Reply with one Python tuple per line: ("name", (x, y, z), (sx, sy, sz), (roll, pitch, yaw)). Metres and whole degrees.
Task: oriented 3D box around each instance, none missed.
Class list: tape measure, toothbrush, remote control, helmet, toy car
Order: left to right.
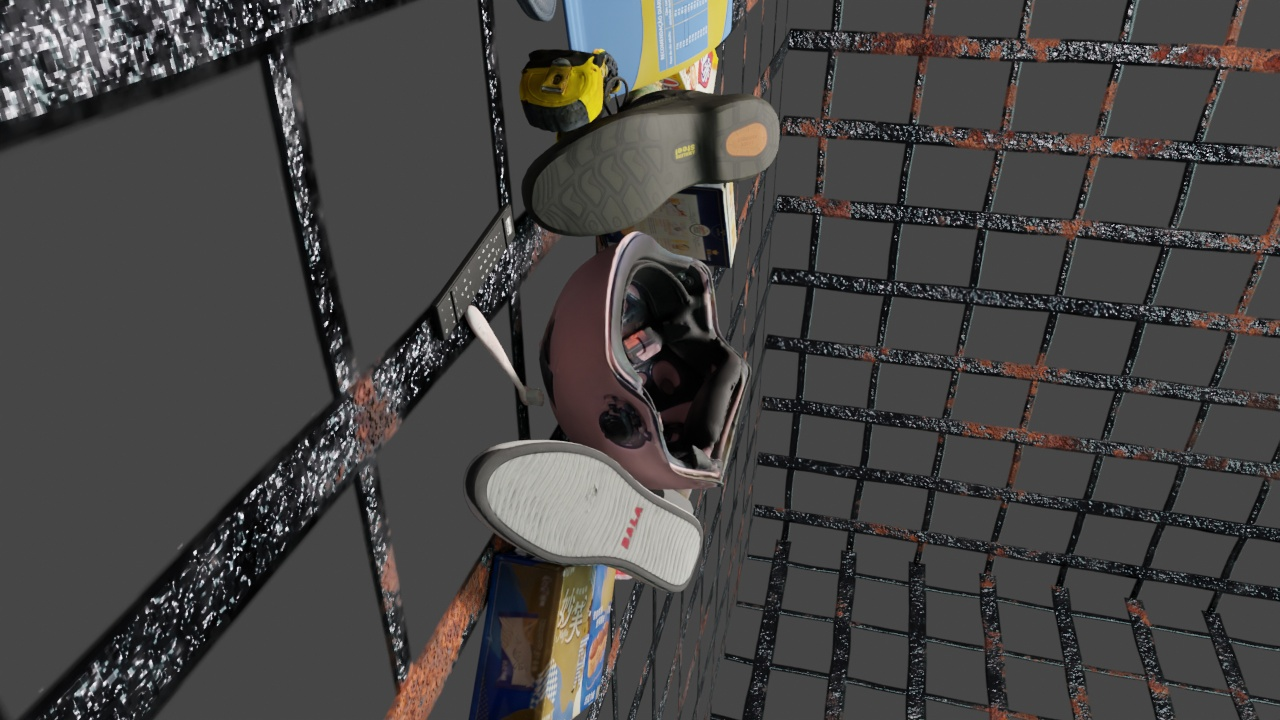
("remote control", (-0.121, -0.068, 0.675), (0.139, 0.009, 0.030), (-68, 161, -48))
("toothbrush", (-0.110, 0.000, 0.750), (0.181, 0.018, 0.015), (69, 31, -64))
("tape measure", (-0.063, -0.213, 0.721), (0.037, 0.065, 0.064), (73, 28, -68))
("toy car", (-0.050, -0.230, 0.834), (0.107, 0.030, 0.049), (-66, 166, 4))
("helmet", (-0.005, 0.005, 0.885), (0.255, 0.153, 0.229), (55, 37, -36))

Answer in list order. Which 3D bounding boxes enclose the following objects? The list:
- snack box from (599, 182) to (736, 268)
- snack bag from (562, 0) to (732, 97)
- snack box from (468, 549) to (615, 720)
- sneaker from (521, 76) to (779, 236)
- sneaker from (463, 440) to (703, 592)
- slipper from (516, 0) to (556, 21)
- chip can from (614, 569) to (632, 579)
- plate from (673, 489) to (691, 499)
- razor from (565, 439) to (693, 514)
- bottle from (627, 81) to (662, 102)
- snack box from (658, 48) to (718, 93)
("snack box", (0.024, -0.157, 0.956), (0.144, 0.145, 0.042), (73, 27, -62))
("snack bag", (-0.004, -0.348, 0.869), (0.204, 0.102, 0.159), (-46, 148, -32))
("snack box", (-0.086, 0.262, 0.881), (0.202, 0.069, 0.155), (36, 61, -76))
("sneaker", (-0.011, -0.194, 0.814), (0.143, 0.237, 0.101), (41, -35, 51))
("sneaker", (-0.065, 0.131, 0.807), (0.263, 0.129, 0.096), (32, 71, -42))
("slipper", (-0.051, -0.379, 0.647), (0.101, 0.082, 0.264), (-43, 138, -67))
("chip can", (-0.022, 0.120, 1.022), (0.073, 0.073, 0.233), (9, 91, -77))
("plate", (0.008, 0.117, 1.065), (0.187, 0.016, 0.187), (50, -54, 56))
("razor", (-0.014, 0.134, 0.960), (0.060, 0.156, 0.057), (-33, -148, 47))
("bottle", (-0.003, -0.258, 1.017), (0.043, 0.043, 0.111), (51, 47, -73))
("snack box", (0.042, -0.364, 1.107), (0.230, 0.062, 0.110), (25, 73, -76))
